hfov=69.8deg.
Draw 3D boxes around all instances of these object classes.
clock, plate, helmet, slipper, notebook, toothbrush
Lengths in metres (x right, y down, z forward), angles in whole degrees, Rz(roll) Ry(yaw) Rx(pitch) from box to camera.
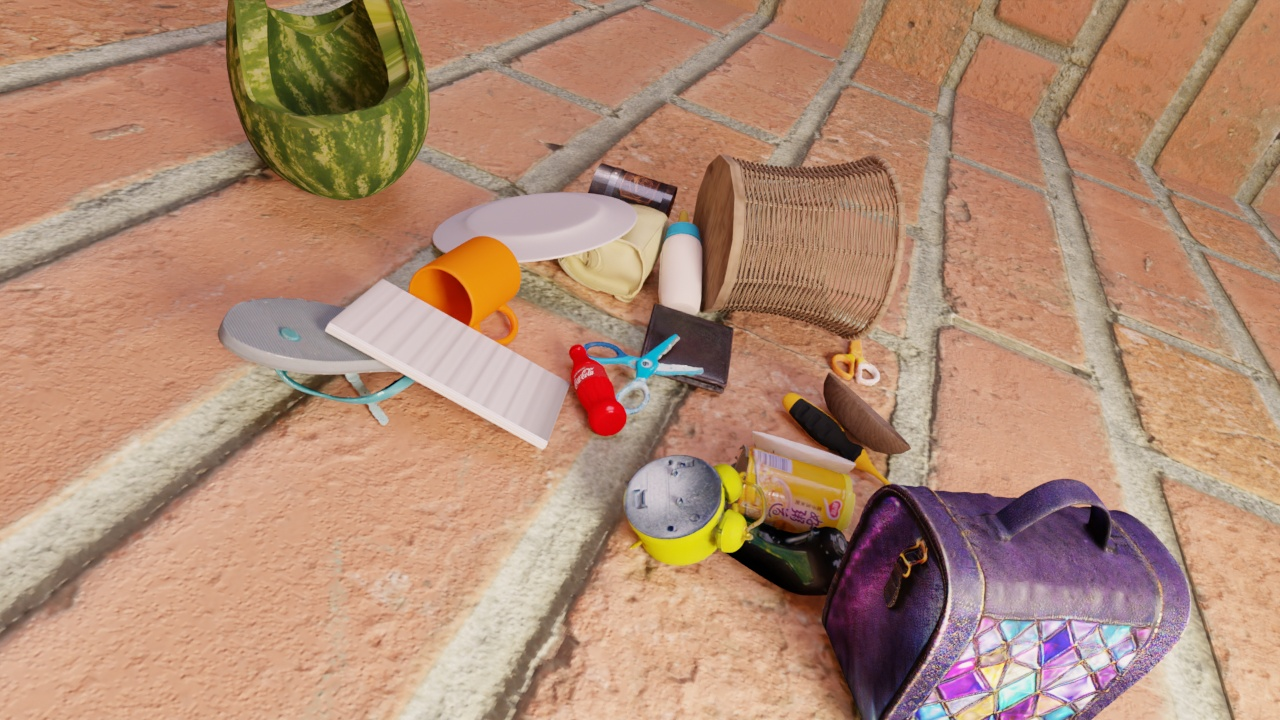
[{"bbox_3d":[0.044,0.122,0.755,0.119,0.057,0.083,-9,45,8],"label":"clock"},{"bbox_3d":[0.155,0.096,0.894,0.104,0.026,0.104,18,0,0],"label":"plate"},{"bbox_3d":[-0.351,-0.304,1.050,0.213,0.247,0.244,-13,0,-17],"label":"helmet"},{"bbox_3d":[-0.250,-0.005,0.821,0.268,0.055,0.098,5,35,-48],"label":"slipper"},{"bbox_3d":[-0.167,-0.001,0.841,0.209,0.009,0.142,30,20,-7],"label":"notebook"},{"bbox_3d":[0.221,0.099,0.948,0.197,0.031,0.031,42,7,26],"label":"toothbrush"},{"bbox_3d":[-0.125,-0.167,1.087,0.242,0.016,0.242,-4,27,2],"label":"plate"}]

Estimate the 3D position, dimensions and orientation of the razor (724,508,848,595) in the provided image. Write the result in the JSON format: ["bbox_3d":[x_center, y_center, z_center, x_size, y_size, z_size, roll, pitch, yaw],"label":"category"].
[{"bbox_3d":[0.111,0.152,0.778,0.151,0.067,0.053,22,29,18],"label":"razor"}]

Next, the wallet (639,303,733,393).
[{"bbox_3d":[0.052,-0.013,1.026,0.099,0.031,0.119,15,35,-2],"label":"wallet"}]

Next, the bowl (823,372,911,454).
[{"bbox_3d":[0.234,0.063,0.977,0.118,0.030,0.117,40,10,-9],"label":"bowl"}]

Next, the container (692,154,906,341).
[{"bbox_3d":[0.179,-0.145,1.114,0.196,0.227,0.226,4,35,-12],"label":"container"}]

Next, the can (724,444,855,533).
[{"bbox_3d":[0.133,0.122,0.829,0.105,0.068,0.067,17,33,-4],"label":"can"}]

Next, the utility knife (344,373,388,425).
[{"bbox_3d":[-0.277,0.001,0.841,0.022,0.015,0.181,-15,48,-36],"label":"utility knife"}]

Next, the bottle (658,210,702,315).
[{"bbox_3d":[0.050,-0.121,1.110,0.051,0.051,0.146,11,63,-14],"label":"bottle"}]

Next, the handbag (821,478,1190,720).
[{"bbox_3d":[0.263,0.175,0.673,0.204,0.223,0.125,9,34,-18],"label":"handbag"}]

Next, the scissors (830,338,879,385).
[{"bbox_3d":[0.271,-0.008,1.145,0.064,0.013,0.127,22,34,3],"label":"scissors"}]

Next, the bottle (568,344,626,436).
[{"bbox_3d":[-0.047,0.025,0.907,0.036,0.036,0.119,2,36,-25],"label":"bottle"}]

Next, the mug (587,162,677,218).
[{"bbox_3d":[-0.019,-0.200,1.231,0.107,0.080,0.115,20,59,3],"label":"mug"}]

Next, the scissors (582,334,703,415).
[{"bbox_3d":[-0.007,0.005,0.959,0.138,0.011,0.133,25,49,24],"label":"scissors"}]

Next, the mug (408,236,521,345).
[{"bbox_3d":[-0.169,-0.064,0.951,0.112,0.078,0.095,50,34,-5],"label":"mug"}]

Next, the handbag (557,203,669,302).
[{"bbox_3d":[-0.032,-0.140,1.126,0.111,0.081,0.119,17,33,9],"label":"handbag"}]
